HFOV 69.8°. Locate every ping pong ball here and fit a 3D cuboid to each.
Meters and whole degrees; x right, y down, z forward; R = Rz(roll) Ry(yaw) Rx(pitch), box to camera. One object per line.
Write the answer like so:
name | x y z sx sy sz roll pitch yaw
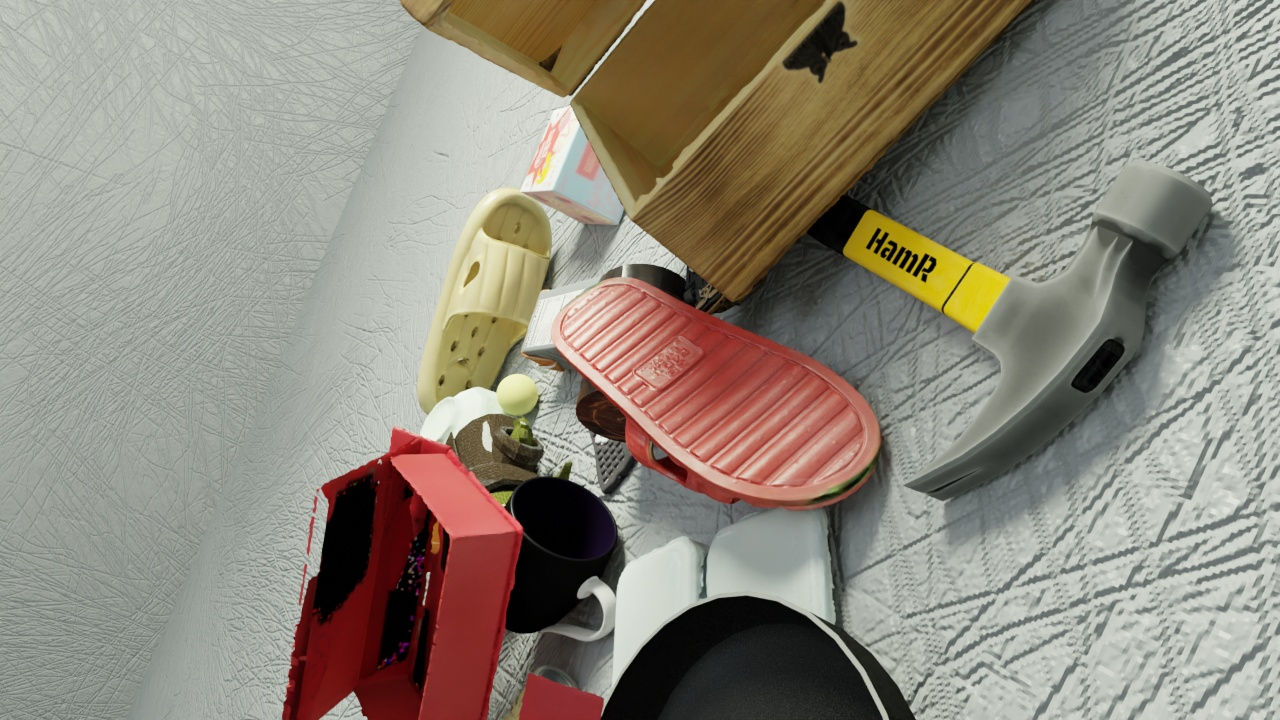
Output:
ping pong ball | -0.119 0.033 0.889 0.040 0.040 0.040 -41 37 40

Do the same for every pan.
pan | 0.089 0.211 0.351 0.356 0.044 0.204 2 71 55

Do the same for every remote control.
remote control | -0.028 0.053 0.745 0.047 0.009 0.124 -53 30 25

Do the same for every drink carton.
drink carton | -0.052 -0.031 0.808 0.125 0.048 0.076 -6 65 60

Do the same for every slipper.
slipper | 0.036 0.024 0.558 0.103 0.059 0.249 -41 45 -17
slipper | -0.151 -0.047 0.960 0.079 0.111 0.262 32 103 41

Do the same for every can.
can | -0.078 0.258 0.647 0.080 0.038 0.038 -58 28 16

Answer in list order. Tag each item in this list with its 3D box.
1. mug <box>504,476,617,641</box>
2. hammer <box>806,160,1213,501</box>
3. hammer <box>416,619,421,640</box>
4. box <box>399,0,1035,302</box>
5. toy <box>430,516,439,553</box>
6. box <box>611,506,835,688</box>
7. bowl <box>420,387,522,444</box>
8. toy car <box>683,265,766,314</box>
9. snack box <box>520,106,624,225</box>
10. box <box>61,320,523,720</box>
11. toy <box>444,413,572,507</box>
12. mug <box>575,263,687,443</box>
mug | -0.063 0.160 0.667 0.119 0.084 0.100 46 124 29
hammer | 0.138 -0.057 0.513 0.170 0.034 0.324 -61 27 14
hammer | -0.251 0.228 0.948 0.301 0.028 0.111 -167 59 -70
box | 0.033 -0.257 0.562 0.280 0.264 0.269 -47 30 16
toy | -0.190 0.170 0.922 0.103 0.070 0.090 0 54 37
box | 0.036 0.191 0.501 0.191 0.037 0.208 -35 43 49
bowl | -0.178 0.074 0.914 0.118 0.061 0.117 -33 37 29
toy car | 0.060 -0.067 0.637 0.047 0.047 0.111 -41 33 38
snack box | -0.055 -0.191 0.901 0.095 0.079 0.093 19 86 63
box | -0.287 0.132 0.740 0.468 0.137 0.215 24 109 32
toy | -0.129 0.116 0.800 0.180 0.078 0.152 -53 34 20
mug | -0.004 0.004 0.681 0.116 0.080 0.107 106 171 -57
